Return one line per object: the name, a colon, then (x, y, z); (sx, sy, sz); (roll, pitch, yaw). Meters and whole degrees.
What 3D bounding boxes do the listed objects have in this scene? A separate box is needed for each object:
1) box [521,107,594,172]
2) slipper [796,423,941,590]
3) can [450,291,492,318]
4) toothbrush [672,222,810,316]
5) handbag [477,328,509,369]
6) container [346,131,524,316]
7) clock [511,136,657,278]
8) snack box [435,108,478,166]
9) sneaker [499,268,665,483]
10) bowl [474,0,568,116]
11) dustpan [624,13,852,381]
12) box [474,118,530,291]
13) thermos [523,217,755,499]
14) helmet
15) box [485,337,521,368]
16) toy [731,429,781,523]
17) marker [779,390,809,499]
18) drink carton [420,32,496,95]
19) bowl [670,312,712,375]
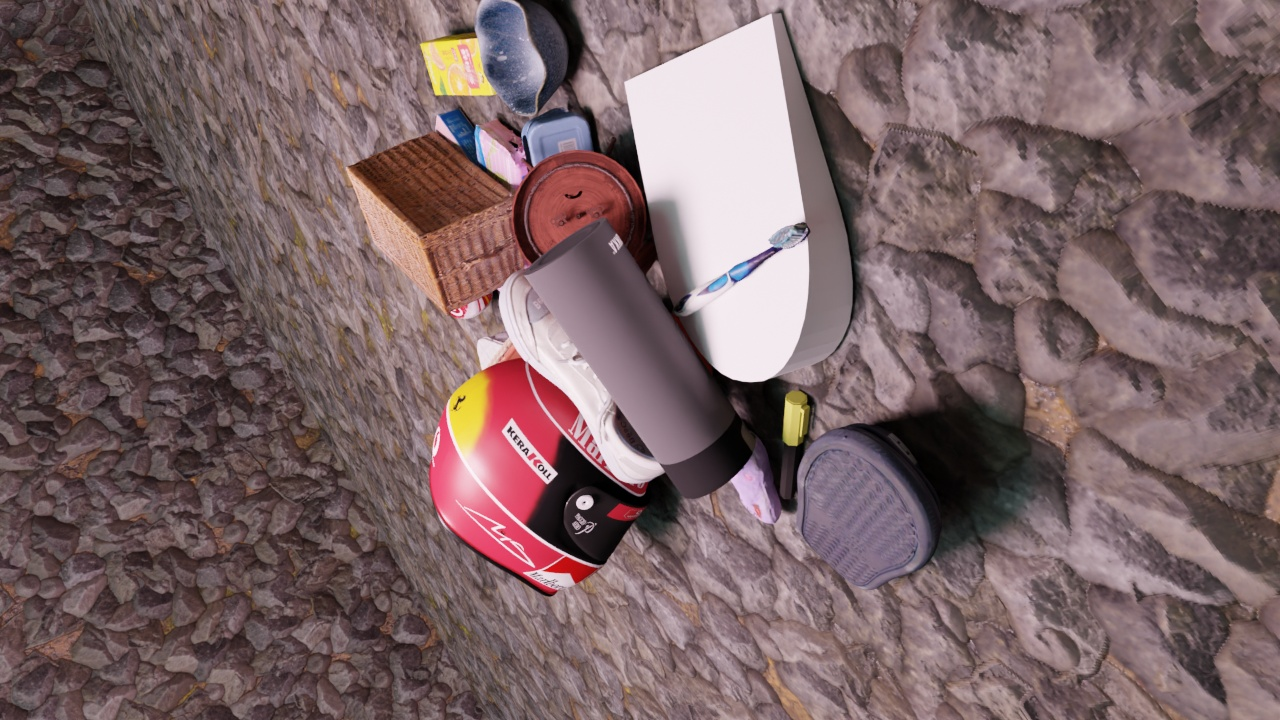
box: (-0.075, -0.144, 0.913); (0.059, 0.068, 0.210); (-131, 26, -54)
slipper: (0.185, 0.108, 0.710); (0.111, 0.083, 0.268); (40, 164, 20)
can: (-0.241, -0.109, 1.191); (0.064, 0.064, 0.105); (29, 155, 46)
toothbrush: (0.068, -0.065, 0.700); (0.189, 0.017, 0.016); (-31, 68, 60)
handbag: (-0.124, 0.049, 1.161); (0.139, 0.072, 0.195); (17, 129, 41)
container: (-0.226, -0.155, 1.025); (0.198, 0.113, 0.113); (41, 151, 37)
clock: (-0.050, -0.114, 0.830); (0.072, 0.120, 0.158); (-83, -19, -78)
snack box: (-0.218, -0.220, 1.110); (0.088, 0.033, 0.154); (54, 151, 13)
sneaker: (-0.039, 0.007, 0.874); (0.242, 0.089, 0.091); (55, 148, -3)
bowl: (-0.101, -0.283, 0.837); (0.110, 0.055, 0.111); (40, 145, 36)
dustpan: (0.083, -0.115, 0.726); (0.192, 0.053, 0.258); (2, 106, 58)
box: (-0.123, -0.136, 1.030); (0.159, 0.035, 0.231); (42, 147, 34)
thermos: (0.004, 0.001, 0.782); (0.240, 0.082, 0.082); (55, 154, -16)
helmet: (-0.094, 0.113, 1.013); (0.271, 0.225, 0.197); (43, -165, -32)
box: (-0.126, -0.025, 1.046); (0.189, 0.056, 0.063); (-46, 30, 34)
toy: (0.103, 0.106, 0.872); (0.080, 0.036, 0.100); (-143, 32, -67)
marker: (0.135, 0.079, 0.813); (0.021, 0.017, 0.124); (38, 146, 37)
drink carton: (-0.178, -0.309, 0.955); (0.135, 0.042, 0.058); (21, 131, 50)
bowl: (0.027, 0.001, 0.891); (0.130, 0.045, 0.131); (39, 145, 35)
